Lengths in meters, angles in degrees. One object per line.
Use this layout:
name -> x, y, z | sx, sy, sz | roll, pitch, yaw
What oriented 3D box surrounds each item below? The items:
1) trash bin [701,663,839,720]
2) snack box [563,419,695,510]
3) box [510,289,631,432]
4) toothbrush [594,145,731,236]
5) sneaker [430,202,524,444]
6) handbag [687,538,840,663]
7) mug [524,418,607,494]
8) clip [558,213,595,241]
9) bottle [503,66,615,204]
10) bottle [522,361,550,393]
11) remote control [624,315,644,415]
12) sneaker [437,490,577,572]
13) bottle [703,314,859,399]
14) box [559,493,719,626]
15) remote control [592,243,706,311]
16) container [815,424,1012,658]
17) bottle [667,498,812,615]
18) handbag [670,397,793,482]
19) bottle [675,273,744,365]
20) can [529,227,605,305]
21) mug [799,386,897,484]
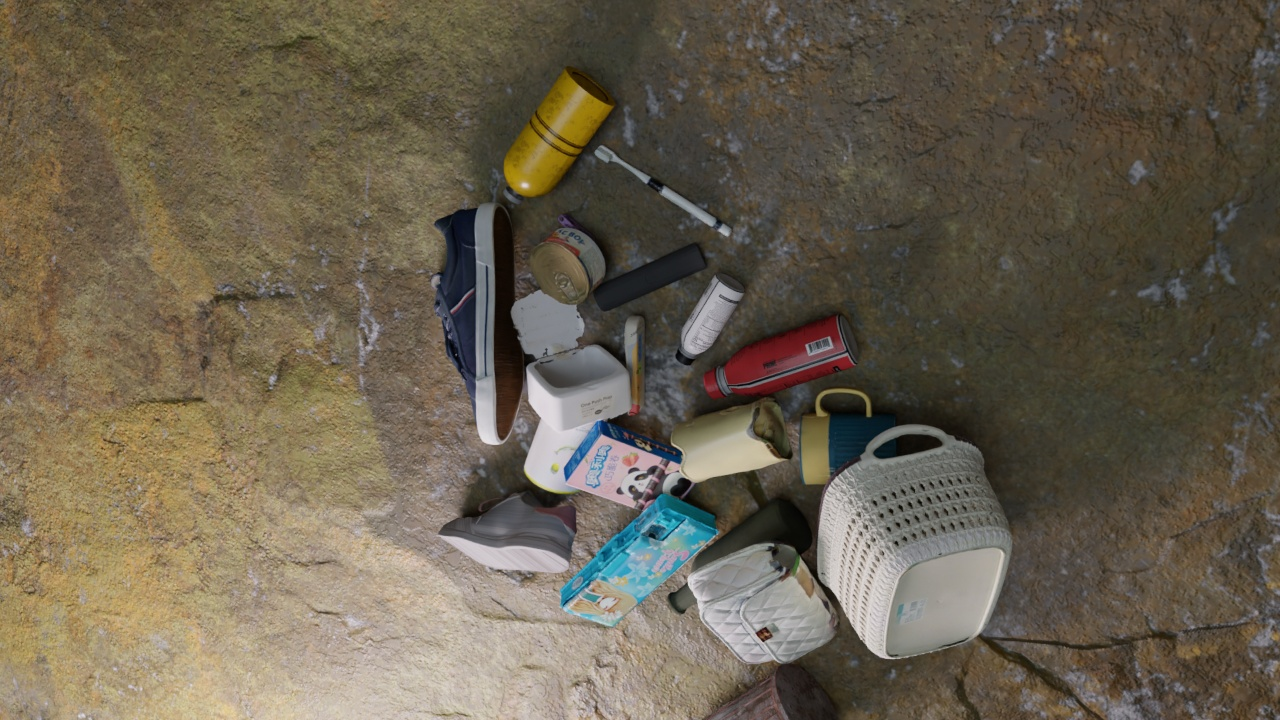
trash bin -> 0.140, 0.500, 1.186 | 0.131, 0.130, 0.212 | 47, 113, 0
snack box -> -0.009, 0.136, 1.133 | 0.154, 0.033, 0.088 | 24, 117, -26
box -> -0.091, 0.002, 1.121 | 0.189, 0.111, 0.101 | 55, 149, 32
toothbrush -> 0.026, -0.196, 1.066 | 0.187, 0.017, 0.012 | 34, 134, 6
sneaker -> -0.215, -0.041, 1.131 | 0.127, 0.120, 0.294 | -5, 90, 12
handbag -> 0.151, 0.296, 1.093 | 0.139, 0.072, 0.195 | -26, 135, 11
mug -> -0.094, 0.104, 1.165 | 0.082, 0.082, 0.106 | 25, 112, 10
clip -> -0.079, -0.158, 1.110 | 0.051, 0.033, 0.013 | 43, 114, 2
bottle -> -0.105, -0.253, 1.065 | 0.071, 0.070, 0.164 | 42, 115, 2
bottle -> -0.161, 0.026, 1.187 | 0.110, 0.036, 0.036 | -11, 103, 21
remote control -> -0.007, 0.007, 1.129 | 0.018, 0.038, 0.126 | 4, 108, 15
sneaker -> -0.173, 0.222, 1.237 | 0.237, 0.089, 0.099 | -3, 141, 38
bottle -> 0.158, 0.003, 1.060 | 0.177, 0.062, 0.062 | -20, 99, 23
box -> -0.005, 0.263, 1.187 | 0.094, 0.039, 0.227 | 28, 120, -29
remote control -> 0.010, -0.099, 1.102 | 0.147, 0.015, 0.033 | -22, 99, 23
container -> 0.292, 0.205, 0.984 | 0.184, 0.143, 0.252 | -10, 132, -4
bottle -> 0.116, 0.255, 1.148 | 0.207, 0.071, 0.071 | -41, 91, 25
handbag -> 0.109, 0.092, 1.078 | 0.119, 0.111, 0.081 | -17, 80, 21
bottle -> 0.078, -0.045, 1.083 | 0.041, 0.041, 0.116 | 33, 114, 6
can -> -0.087, -0.113, 1.100 | 0.086, 0.043, 0.086 | 21, 135, 22
mug -> 0.238, 0.086, 1.049 | 0.107, 0.083, 0.113 | -2, 100, 19
